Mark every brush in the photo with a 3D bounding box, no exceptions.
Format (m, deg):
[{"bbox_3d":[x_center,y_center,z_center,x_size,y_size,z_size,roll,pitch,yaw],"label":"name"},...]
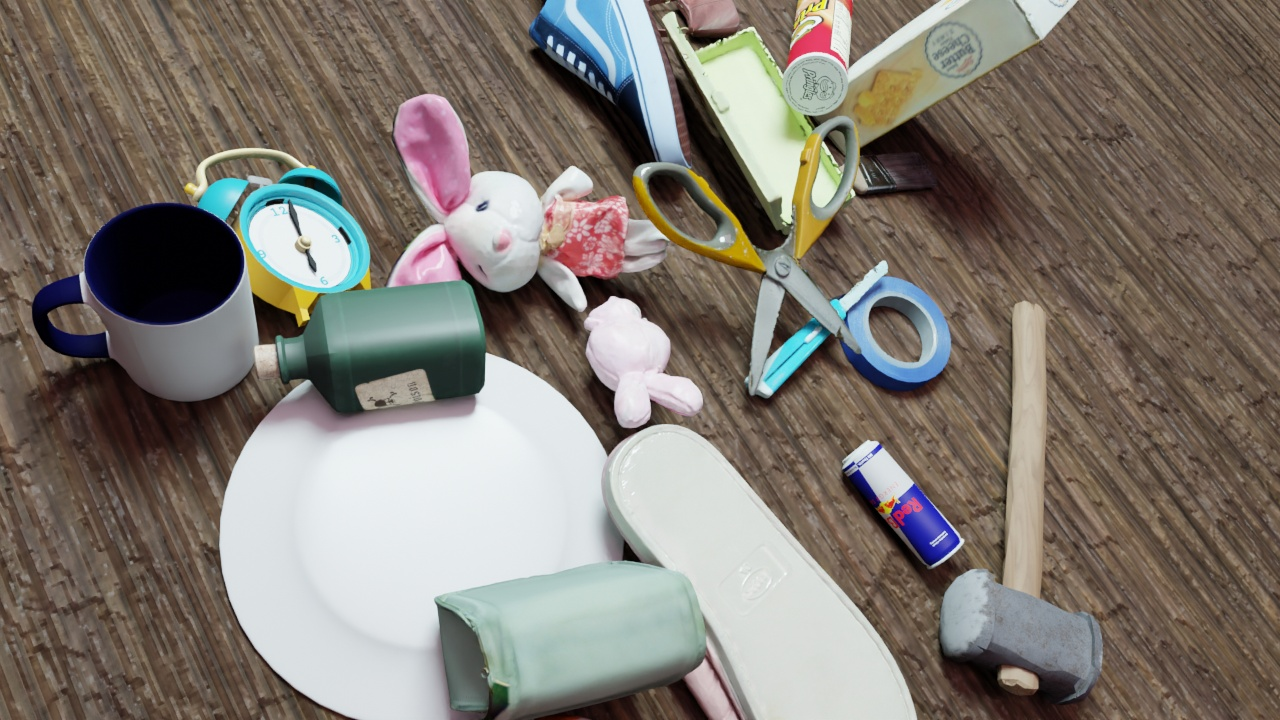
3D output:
[{"bbox_3d":[0.191,-0.161,0.798,0.151,0.012,0.039,-9,67,-21],"label":"brush"}]

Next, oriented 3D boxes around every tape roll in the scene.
[{"bbox_3d":[0.201,-0.022,0.725,0.091,0.016,0.093,-19,71,-25],"label":"tape roll"}]

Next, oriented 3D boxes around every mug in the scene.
[{"bbox_3d":[-0.282,-0.028,0.526,0.111,0.097,0.078,-11,67,-23],"label":"mug"}]

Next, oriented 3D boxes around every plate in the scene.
[{"bbox_3d":[-0.125,0.095,0.560,0.242,0.016,0.242,7,62,-14],"label":"plate"}]

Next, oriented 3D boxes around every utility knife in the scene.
[{"bbox_3d":[0.136,-0.028,0.695,0.022,0.015,0.161,45,68,5],"label":"utility knife"}]

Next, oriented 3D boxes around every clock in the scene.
[{"bbox_3d":[-0.228,-0.083,0.593,0.129,0.044,0.098,56,38,6],"label":"clock"}]

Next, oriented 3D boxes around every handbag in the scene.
[{"bbox_3d":[0.025,-0.305,0.815,0.119,0.029,0.055,-15,71,-18],"label":"handbag"},{"bbox_3d":[-0.042,0.152,0.493,0.121,0.106,0.067,-5,83,-28],"label":"handbag"}]

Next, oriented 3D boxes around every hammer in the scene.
[{"bbox_3d":[0.288,0.085,0.684,0.098,0.052,0.327,23,56,-5],"label":"hammer"}]

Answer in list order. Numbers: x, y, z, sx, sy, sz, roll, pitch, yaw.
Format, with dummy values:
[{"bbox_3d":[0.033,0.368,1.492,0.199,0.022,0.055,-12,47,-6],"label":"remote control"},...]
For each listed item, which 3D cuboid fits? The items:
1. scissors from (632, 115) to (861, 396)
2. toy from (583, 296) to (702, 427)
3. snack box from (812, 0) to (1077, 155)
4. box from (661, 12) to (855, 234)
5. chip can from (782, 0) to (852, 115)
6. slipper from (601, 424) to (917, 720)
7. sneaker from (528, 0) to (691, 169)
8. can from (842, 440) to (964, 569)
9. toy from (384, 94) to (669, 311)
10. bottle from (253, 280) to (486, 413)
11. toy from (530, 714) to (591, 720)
[{"bbox_3d":[0.098,-0.092,0.660,0.225,0.016,0.229,39,74,-22],"label":"scissors"},{"bbox_3d":[-0.004,0.004,0.620,0.063,0.047,0.110,2,38,-28],"label":"toy"},{"bbox_3d":[0.243,-0.252,0.746,0.057,0.208,0.104,50,58,-10],"label":"snack box"},{"bbox_3d":[0.087,-0.192,0.752,0.127,0.066,0.188,-10,66,-46],"label":"box"},{"bbox_3d":[0.159,-0.291,0.804,0.052,0.052,0.214,22,45,-6],"label":"chip can"},{"bbox_3d":[0.069,0.161,0.566,0.114,0.055,0.274,-29,78,-28],"label":"slipper"},{"bbox_3d":[-0.031,-0.247,0.750,0.098,0.083,0.241,-21,76,11],"label":"sneaker"},{"bbox_3d":[0.183,0.100,0.647,0.032,0.032,0.095,-34,77,-29],"label":"can"},{"bbox_3d":[-0.077,-0.086,0.629,0.194,0.084,0.159,6,100,-20],"label":"toy"},{"bbox_3d":[-0.165,-0.007,0.560,0.131,0.061,0.061,-8,47,-19],"label":"bottle"},{"bbox_3d":[-0.078,0.268,0.441,0.163,0.093,0.172,-4,66,-21],"label":"toy"}]
